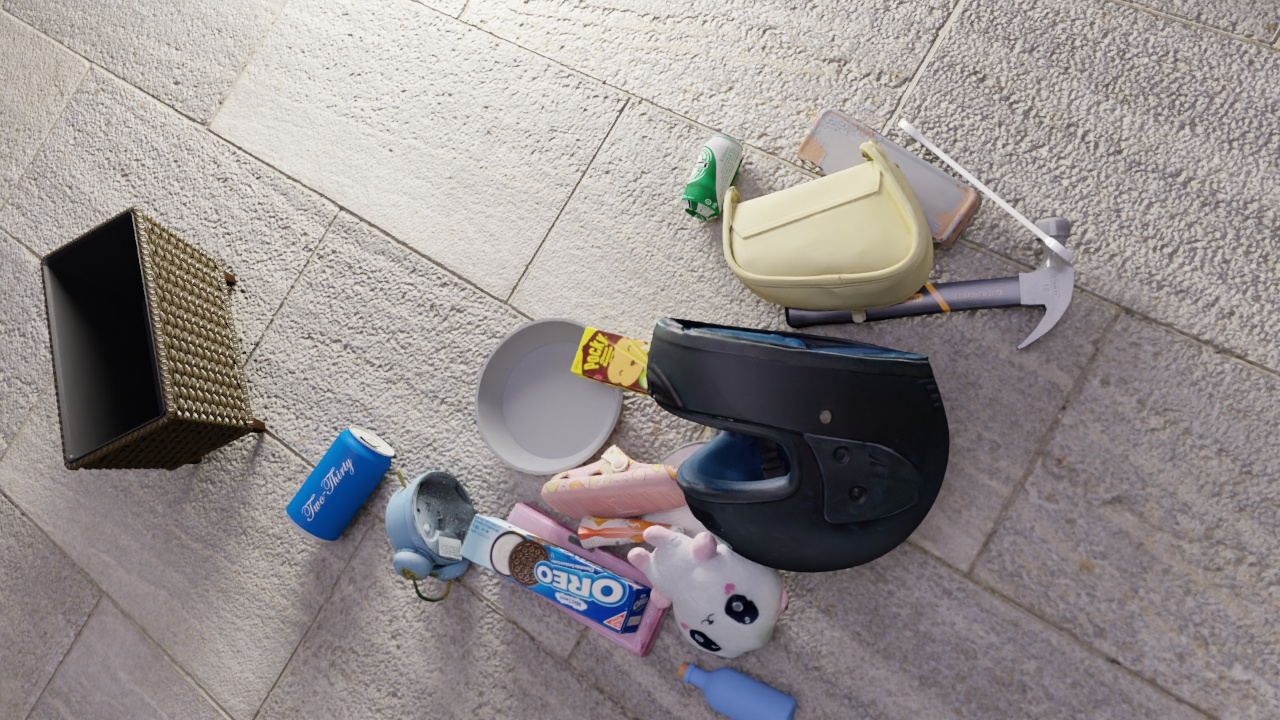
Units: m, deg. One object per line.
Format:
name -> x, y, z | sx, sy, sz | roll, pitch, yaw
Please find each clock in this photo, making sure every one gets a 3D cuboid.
clock -> -0.257, 0.215, 1.135 | 0.060, 0.118, 0.162 | -20, 64, 25

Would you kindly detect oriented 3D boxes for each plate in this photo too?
plate -> 0.077, 0.172, 1.080 | 0.157, 0.014, 0.156 | -5, 75, 18

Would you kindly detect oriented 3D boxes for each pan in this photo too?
pan -> -0.040, 0.036, 1.136 | 0.357, 0.051, 0.200 | -7, 74, 16

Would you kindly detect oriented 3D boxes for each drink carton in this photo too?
drink carton -> -0.004, 0.196, 1.054 | 0.122, 0.069, 0.039 | -4, 81, 15

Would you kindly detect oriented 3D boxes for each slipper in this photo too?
slipper -> -0.027, 0.136, 1.078 | 0.198, 0.093, 0.081 | -12, 55, 31

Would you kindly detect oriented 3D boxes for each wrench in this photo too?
wrench -> 0.376, -0.193, 1.016 | 0.009, 0.047, 0.273 | -51, 49, 20

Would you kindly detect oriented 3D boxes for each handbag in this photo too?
handbag -> 0.206, -0.138, 1.041 | 0.233, 0.088, 0.190 | -13, 67, 26

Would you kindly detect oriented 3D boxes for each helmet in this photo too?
helmet -> 0.150, 0.092, 0.929 | 0.316, 0.249, 0.236 | 7, 97, -17

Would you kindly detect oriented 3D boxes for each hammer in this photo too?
hammer -> 0.319, -0.075, 1.041 | 0.313, 0.035, 0.139 | -4, 85, 21

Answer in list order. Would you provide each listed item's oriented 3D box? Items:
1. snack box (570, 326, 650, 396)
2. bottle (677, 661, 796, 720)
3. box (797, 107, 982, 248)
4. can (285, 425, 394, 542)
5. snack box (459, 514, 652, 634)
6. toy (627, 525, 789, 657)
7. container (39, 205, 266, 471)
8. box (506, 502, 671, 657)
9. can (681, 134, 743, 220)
snack box -> -0.006, 0.006, 1.096 | 0.149, 0.025, 0.061 | 15, 80, 23
bottle -> 0.102, 0.365, 1.004 | 0.131, 0.048, 0.048 | 19, 83, 23
box -> 0.286, -0.214, 1.069 | 0.216, 0.062, 0.081 | 39, 108, 23
can -> -0.398, 0.164, 1.215 | 0.079, 0.079, 0.146 | 36, 90, 23
snack box -> -0.101, 0.245, 1.065 | 0.226, 0.059, 0.059 | 20, 84, 24
toy -> 0.072, 0.242, 0.995 | 0.179, 0.101, 0.139 | 33, 120, -8
container -> -0.670, -0.011, 1.286 | 0.177, 0.205, 0.320 | -24, 70, 12
box -> -0.073, 0.260, 1.103 | 0.233, 0.037, 0.098 | 23, 90, 23
can -> 0.090, -0.229, 1.155 | 0.053, 0.053, 0.101 | 21, 85, 23
